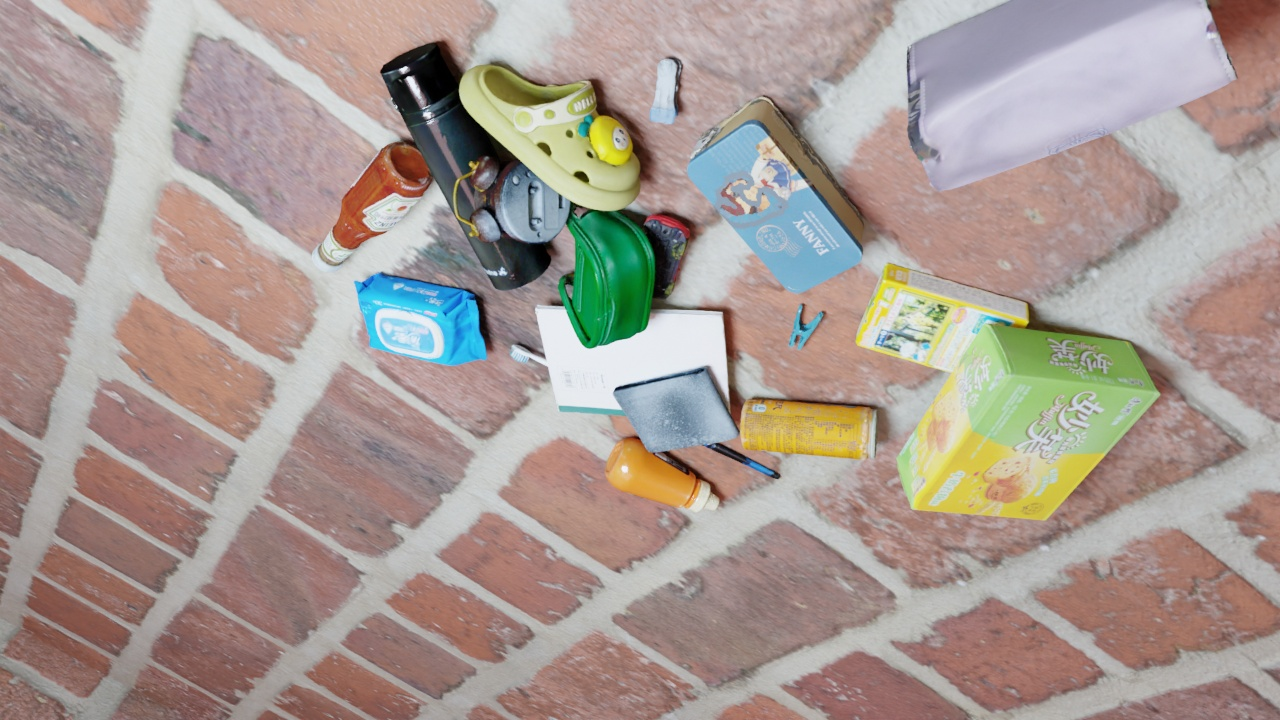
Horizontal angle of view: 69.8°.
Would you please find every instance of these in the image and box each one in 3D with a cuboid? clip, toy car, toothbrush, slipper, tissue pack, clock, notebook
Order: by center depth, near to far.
[{"bbox_3d":[0.024,-0.240,0.814,0.027,0.044,0.058,16,125,10],"label":"clip"},{"bbox_3d":[-0.073,-0.214,0.829,0.190,0.091,0.082,35,131,-8],"label":"slipper"},{"bbox_3d":[-0.123,-0.152,0.868,0.055,0.121,0.082,12,106,45],"label":"clock"},{"bbox_3d":[0.018,-0.103,0.931,0.049,0.031,0.106,22,142,5],"label":"toy car"},{"bbox_3d":[0.168,-0.034,0.951,0.039,0.013,0.056,21,133,2],"label":"clip"},{"bbox_3d":[-0.006,0.006,1.021,0.209,0.012,0.150,3,128,15],"label":"notebook"},{"bbox_3d":[-0.257,-0.045,1.073,0.157,0.052,0.095,11,133,11],"label":"tissue pack"},{"bbox_3d":[-0.051,0.029,1.079,0.221,0.026,0.026,23,113,-1],"label":"toothbrush"},{"bbox_3d":[0.084,0.103,1.105,0.189,0.016,0.014,26,142,-5],"label":"toothbrush"}]

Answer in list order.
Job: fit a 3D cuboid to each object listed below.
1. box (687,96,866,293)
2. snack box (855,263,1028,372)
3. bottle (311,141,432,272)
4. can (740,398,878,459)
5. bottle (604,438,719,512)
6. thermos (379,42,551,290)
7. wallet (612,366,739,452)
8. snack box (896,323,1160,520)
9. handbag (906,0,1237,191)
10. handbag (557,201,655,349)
[{"bbox_3d":[0.130,-0.143,0.835,0.090,0.059,0.184,-30,113,39],"label":"box"},{"bbox_3d":[0.290,-0.035,0.891,0.140,0.033,0.087,15,134,5],"label":"snack box"},{"bbox_3d":[-0.295,-0.155,0.983,0.060,0.059,0.207,42,133,-18],"label":"bottle"},{"bbox_3d":[0.185,0.075,1.011,0.146,0.058,0.058,3,131,18],"label":"can"},{"bbox_3d":[0.032,0.150,1.139,0.149,0.066,0.067,26,135,-13],"label":"bottle"},{"bbox_3d":[-0.175,-0.188,0.913,0.090,0.068,0.243,17,141,48],"label":"thermos"},{"bbox_3d":[0.039,0.057,1.031,0.121,0.019,0.097,-14,121,28],"label":"wallet"},{"bbox_3d":[0.368,0.067,0.898,0.157,0.069,0.211,7,135,-11],"label":"snack box"},{"bbox_3d":[0.298,-0.205,0.656,0.197,0.144,0.098,-19,119,34],"label":"handbag"},{"bbox_3d":[-0.042,-0.085,0.924,0.120,0.067,0.132,50,150,35],"label":"handbag"}]
